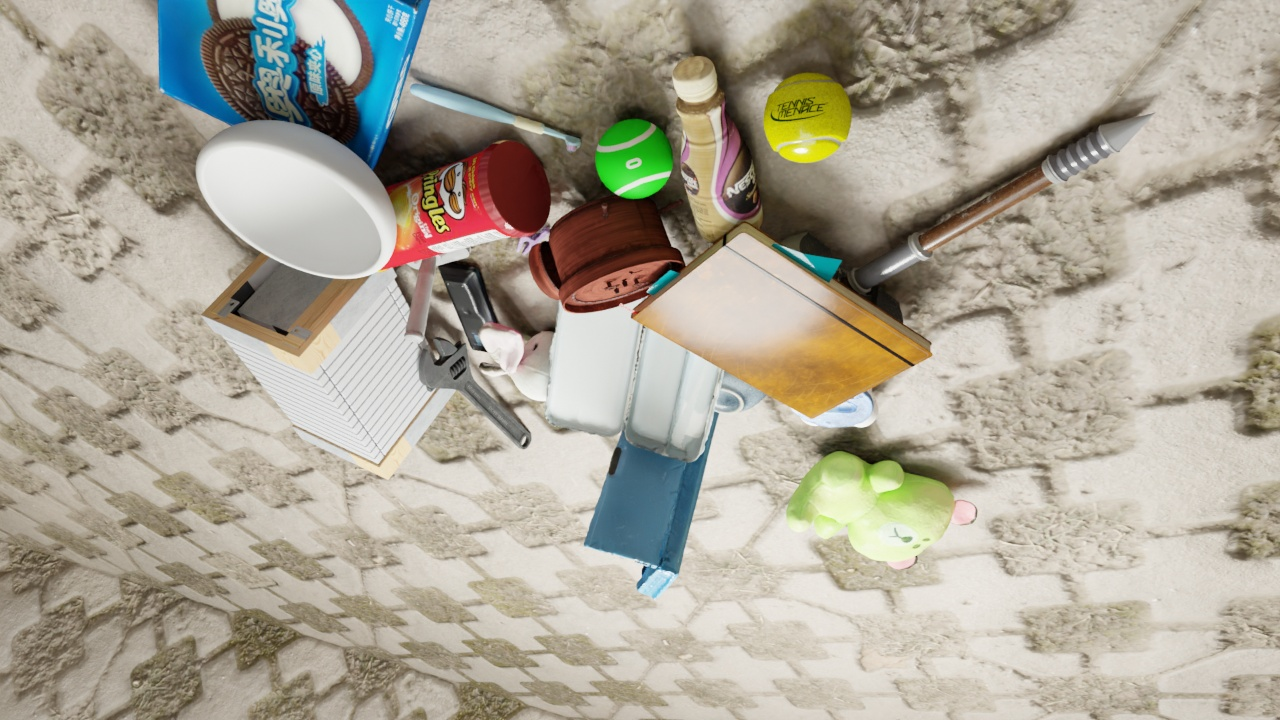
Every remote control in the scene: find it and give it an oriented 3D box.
[{"bbox_3d":[-0.193,-0.055,1.054,0.047,0.022,0.150,8,146,13],"label":"remote control"}]

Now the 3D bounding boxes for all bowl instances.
[{"bbox_3d":[0.096,0.023,1.012,0.110,0.055,0.110,12,145,8],"label":"bowl"},{"bbox_3d":[-0.296,-0.153,0.820,0.177,0.066,0.177,12,148,7],"label":"bowl"}]

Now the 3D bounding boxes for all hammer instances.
[{"bbox_3d":[0.263,-0.112,0.761,0.156,0.043,0.323,33,141,-22],"label":"hammer"}]

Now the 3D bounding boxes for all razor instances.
[{"bbox_3d":[-0.227,-0.074,0.958,0.088,0.116,0.047,-10,154,34],"label":"razor"}]

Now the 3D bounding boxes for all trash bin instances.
[{"bbox_3d":[-0.345,-0.006,1.056,0.142,0.142,0.247,20,149,23],"label":"trash bin"}]

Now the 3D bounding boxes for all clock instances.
[{"bbox_3d":[0.208,0.039,0.986,0.089,0.051,0.125,0,143,22],"label":"clock"},{"bbox_3d":[-0.034,-0.093,0.845,0.120,0.072,0.158,-11,167,-38],"label":"clock"}]

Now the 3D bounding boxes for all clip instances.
[{"bbox_3d":[-0.107,-0.124,0.927,0.043,0.014,0.052,11,143,5],"label":"clip"}]

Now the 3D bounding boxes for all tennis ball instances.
[{"bbox_3d":[0.126,-0.182,0.692,0.065,0.065,0.065,12,146,8],"label":"tennis ball"},{"bbox_3d":[-0.005,-0.169,0.769,0.065,0.065,0.065,12,146,8],"label":"tennis ball"}]

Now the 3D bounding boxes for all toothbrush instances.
[{"bbox_3d":[-0.127,-0.213,0.803,0.155,0.016,0.022,19,-176,-3],"label":"toothbrush"}]

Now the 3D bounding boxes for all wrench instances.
[{"bbox_3d":[-0.204,0.051,1.176,0.018,0.073,0.273,19,159,30],"label":"wrench"}]

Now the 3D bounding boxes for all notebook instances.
[{"bbox_3d":[0.129,-0.034,0.847,0.249,0.014,0.179,28,140,-24],"label":"notebook"}]

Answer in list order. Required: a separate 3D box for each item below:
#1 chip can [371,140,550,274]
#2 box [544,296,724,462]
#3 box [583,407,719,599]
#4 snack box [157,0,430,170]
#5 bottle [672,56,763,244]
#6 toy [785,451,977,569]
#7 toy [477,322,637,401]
[{"bbox_3d":[-0.193,-0.141,0.875,0.214,0.086,0.087,-9,139,34],"label":"chip can"},{"bbox_3d":[-0.004,0.004,0.977,0.191,0.045,0.210,12,120,7],"label":"box"},{"bbox_3d":[0.009,0.141,1.061,0.111,0.230,0.094,21,146,-3],"label":"box"},{"bbox_3d":[-0.291,-0.270,0.758,0.195,0.056,0.240,25,146,-13],"label":"snack box"},{"bbox_3d":[0.059,-0.169,0.747,0.060,0.059,0.166,3,143,21],"label":"bottle"},{"bbox_3d":[0.283,0.174,1.115,0.196,0.107,0.150,23,124,-24],"label":"toy"},{"bbox_3d":[-0.095,0.011,1.057,0.194,0.084,0.159,13,161,-1],"label":"toy"}]
